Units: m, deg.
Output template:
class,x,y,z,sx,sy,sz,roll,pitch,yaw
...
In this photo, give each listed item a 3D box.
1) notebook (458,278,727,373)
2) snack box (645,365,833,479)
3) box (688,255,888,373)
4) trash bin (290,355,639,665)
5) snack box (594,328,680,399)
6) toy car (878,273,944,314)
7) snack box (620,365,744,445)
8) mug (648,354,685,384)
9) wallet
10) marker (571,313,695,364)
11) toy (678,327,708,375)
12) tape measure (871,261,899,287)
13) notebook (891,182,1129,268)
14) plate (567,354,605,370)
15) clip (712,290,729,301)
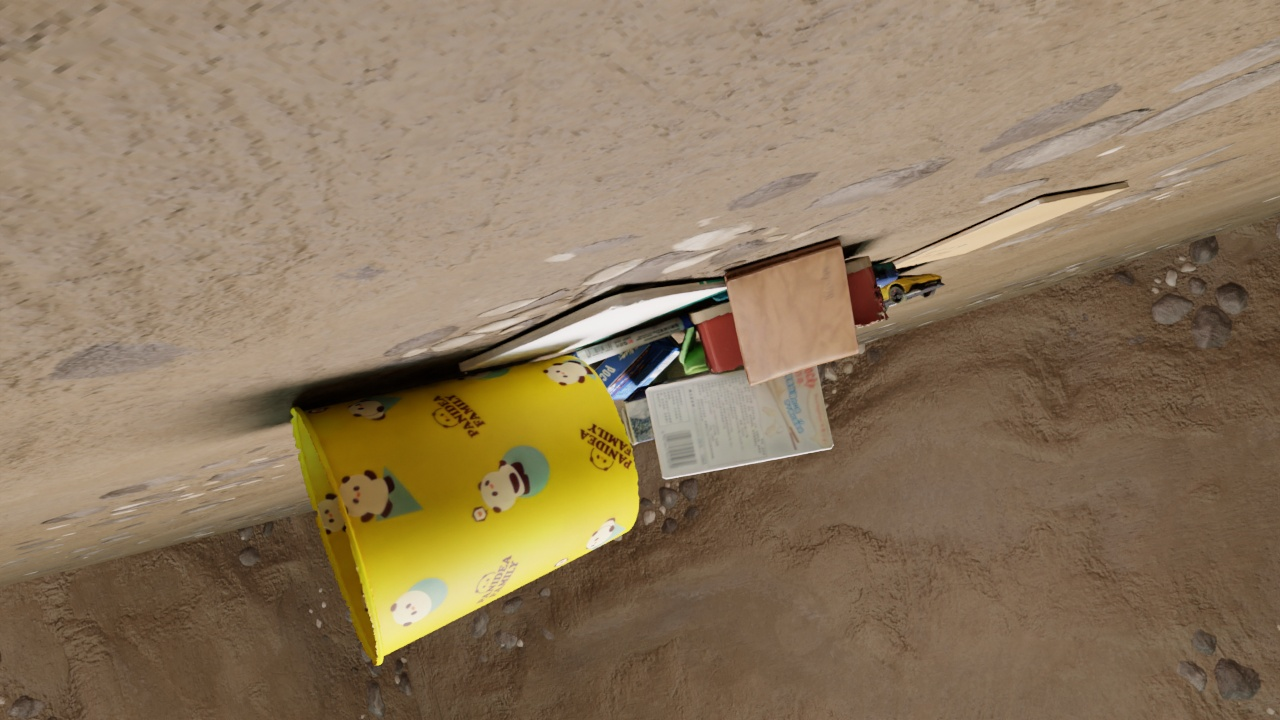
class,x,y,z,sx,sy,sz,roll,pitch,yaw
notebook,-0.038,-0.029,0.795,0.210,0.012,0.150,-20,175,41
snack box,0.088,0.051,0.831,0.157,0.084,0.027,-11,-179,5
box,0.136,-0.035,0.850,0.168,0.076,0.091,-18,-176,3
trash bin,-0.156,0.116,0.837,0.254,0.229,0.230,-18,176,-26
snack box,-0.006,0.006,1.007,0.084,0.026,0.157,-45,169,10
toy car,0.307,-0.082,1.142,0.071,0.041,0.156,-13,175,-34
snack box,0.080,0.032,0.936,0.182,0.046,0.178,-15,-178,6
mug,0.076,0.028,1.252,0.124,0.084,0.103,14,-173,18
wallet,0.128,-0.038,0.773,0.101,0.115,0.020,-18,-145,1
marker,-0.001,-0.022,0.911,0.145,0.017,0.017,-20,175,-6
toy,0.153,-0.016,1.106,0.246,0.090,0.227,-19,166,-23
tape measure,0.240,-0.087,0.984,0.054,0.025,0.058,-12,169,-25
notebook,0.376,-0.138,0.963,0.147,0.008,0.208,-14,174,-32
plate,-0.076,0.013,1.058,0.179,0.024,0.179,-17,174,-2
clip,0.089,-0.065,0.809,0.056,0.014,0.043,-19,175,5
